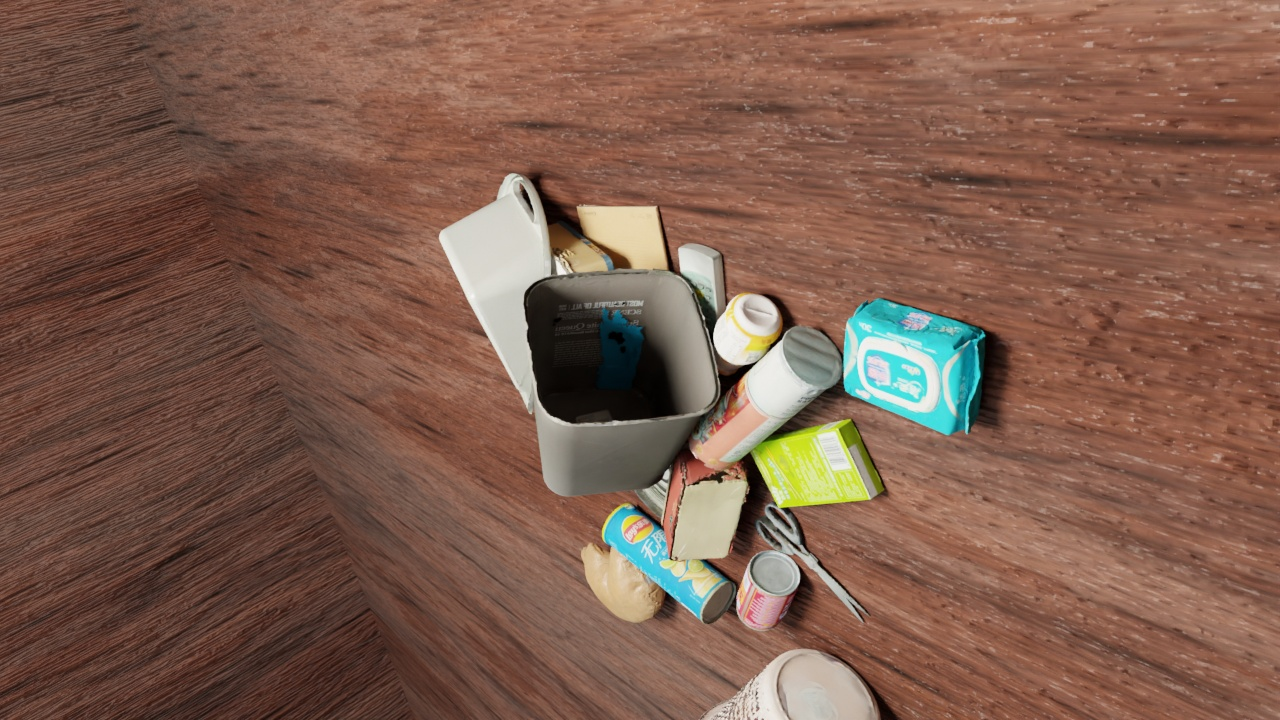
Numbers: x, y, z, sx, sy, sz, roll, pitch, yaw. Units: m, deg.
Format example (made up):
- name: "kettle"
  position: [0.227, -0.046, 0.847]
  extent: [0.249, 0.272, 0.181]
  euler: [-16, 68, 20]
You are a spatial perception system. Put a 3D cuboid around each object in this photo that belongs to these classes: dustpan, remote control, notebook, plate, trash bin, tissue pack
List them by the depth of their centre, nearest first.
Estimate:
- name: "tissue pack"
  position: [0.247, 0.005, 0.827]
  extent: [0.133, 0.050, 0.093]
  euler: [23, 131, 44]
- name: "remote control"
  position: [0.072, -0.067, 1.046]
  extent: [0.056, 0.019, 0.135]
  euler: [26, 134, 43]
- name: "trash bin"
  position: [-0.036, 0.036, 1.058]
  extent: [0.220, 0.199, 0.198]
  euler: [105, 158, -56]
- name: "notebook"
  position: [-0.009, -0.089, 1.139]
  extent: [0.150, 0.012, 0.211]
  euler: [12, 119, 49]
- name: "trash bin"
  position: [0.192, 0.475, 1.144]
  extent: [0.227, 0.226, 0.193]
  euler: [42, 131, 28]
- name: "dustpan"
  position: [-0.163, -0.106, 1.221]
  extent: [0.222, 0.142, 0.258]
  euler: [57, 173, 44]
- name: "plate"
  position: [0.031, 0.150, 1.271]
  extent: [0.179, 0.024, 0.180]
  euler: [36, 142, 34]

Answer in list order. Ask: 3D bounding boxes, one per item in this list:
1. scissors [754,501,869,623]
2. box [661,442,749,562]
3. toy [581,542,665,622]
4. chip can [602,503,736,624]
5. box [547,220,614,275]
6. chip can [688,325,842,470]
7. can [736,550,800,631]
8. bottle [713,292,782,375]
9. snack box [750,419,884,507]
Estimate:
- name: "scissors"
  position: [0.206, 0.239, 1.102]
  extent: [0.172, 0.014, 0.147]
  euler: [17, 129, 48]
- name: "box"
  position: [0.082, 0.184, 1.144]
  extent: [0.080, 0.091, 0.169]
  euler: [-101, 13, -45]
- name: "toy"
  position: [-0.039, 0.355, 1.484]
  extent: [0.226, 0.082, 0.143]
  euler: [-17, 96, 60]
- name: "chip can"
  position: [0.039, 0.289, 1.324]
  extent: [0.210, 0.071, 0.071]
  euler: [32, 138, 37]
- name: "box"
  position: [-0.093, -0.114, 1.174]
  extent: [0.184, 0.061, 0.090]
  euler: [-133, 33, -51]
- name: "chip can"
  position: [0.129, 0.047, 0.992]
  extent: [0.071, 0.071, 0.215]
  euler: [54, 143, 11]
- name: "can"
  position: [0.159, 0.292, 1.159]
  extent: [0.066, 0.066, 0.094]
  euler: [42, 143, 28]
- name: "bottle"
  position: [0.108, -0.024, 0.988]
  extent: [0.063, 0.063, 0.109]
  euler: [52, 149, 15]
- name: "snack box"
  position: [0.191, 0.117, 1.017]
  extent: [0.157, 0.026, 0.086]
  euler: [-23, 95, 58]
